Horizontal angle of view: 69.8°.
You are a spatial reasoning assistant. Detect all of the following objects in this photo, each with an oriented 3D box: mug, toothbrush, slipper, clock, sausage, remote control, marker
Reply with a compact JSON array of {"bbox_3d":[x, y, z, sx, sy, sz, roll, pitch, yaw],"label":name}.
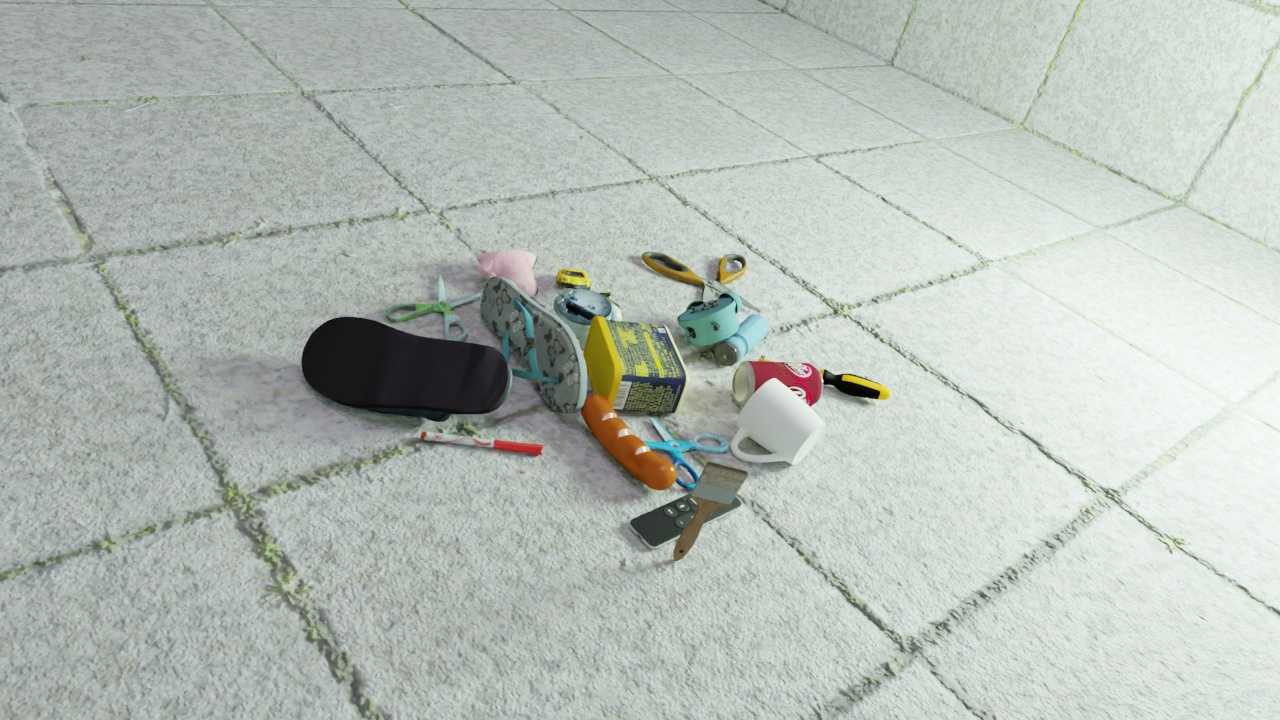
[{"bbox_3d":[0.171,0.092,1.173,0.087,0.081,0.114,40,71,22],"label":"mug"},{"bbox_3d":[0.268,0.025,1.341,0.197,0.031,0.030,15,58,7],"label":"toothbrush"},{"bbox_3d":[-0.274,0.021,1.098,0.266,0.083,0.108,8,71,12],"label":"slipper"},{"bbox_3d":[0.104,-0.064,1.355,0.090,0.053,0.124,-14,16,23],"label":"clock"},{"bbox_3d":[-0.152,-0.032,1.188,0.054,0.098,0.268,4,31,-41],"label":"slipper"},{"bbox_3d":[-0.018,0.099,1.104,0.164,0.044,0.039,42,2,34],"label":"sausage"},{"bbox_3d":[0.054,0.176,1.053,0.146,0.008,0.045,-17,45,-39],"label":"remote control"},{"bbox_3d":[-0.075,-0.065,1.299,0.083,0.057,0.117,29,41,24],"label":"clock"},{"bbox_3d":[-0.184,0.096,1.071,0.142,0.013,0.012,8,35,-10],"label":"marker"}]

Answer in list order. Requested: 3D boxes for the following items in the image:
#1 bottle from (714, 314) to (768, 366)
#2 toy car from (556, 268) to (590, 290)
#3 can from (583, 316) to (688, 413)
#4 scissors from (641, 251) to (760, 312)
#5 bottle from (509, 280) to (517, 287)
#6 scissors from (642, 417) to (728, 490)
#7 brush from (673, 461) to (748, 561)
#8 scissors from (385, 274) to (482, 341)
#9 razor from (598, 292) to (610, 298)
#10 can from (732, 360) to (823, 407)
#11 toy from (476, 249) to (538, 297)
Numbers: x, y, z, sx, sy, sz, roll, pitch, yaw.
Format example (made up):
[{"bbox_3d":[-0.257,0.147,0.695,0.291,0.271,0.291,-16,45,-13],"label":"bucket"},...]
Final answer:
[{"bbox_3d":[0.148,-0.028,1.357,0.040,0.040,0.129,28,36,18],"label":"bottle"},{"bbox_3d":[-0.100,-0.122,1.381,0.049,0.030,0.107,7,12,-11],"label":"toy car"},{"bbox_3d":[-0.007,0.007,1.216,0.104,0.075,0.135,5,35,-20],"label":"can"},{"bbox_3d":[0.105,-0.139,1.522,0.230,0.016,0.224,20,35,7],"label":"scissors"},{"bbox_3d":[-0.165,-0.062,1.277,0.044,0.044,0.136,-11,42,-34],"label":"bottle"},{"bbox_3d":[0.050,0.115,1.138,0.134,0.011,0.140,9,34,-14],"label":"scissors"},{"bbox_3d":[0.062,0.162,0.956,0.045,0.143,0.008,16,34,-14],"label":"brush"},{"bbox_3d":[-0.272,-0.071,1.282,0.171,0.024,0.166,-23,43,-40],"label":"scissors"},{"bbox_3d":[-0.045,-0.062,1.348,0.042,0.026,0.106,-5,43,-31],"label":"razor"},{"bbox_3d":[0.188,0.033,1.263,0.114,0.063,0.063,2,36,-19],"label":"can"},{"bbox_3d":[-0.197,-0.134,1.364,0.093,0.050,0.102,7,38,-18],"label":"toy"}]
